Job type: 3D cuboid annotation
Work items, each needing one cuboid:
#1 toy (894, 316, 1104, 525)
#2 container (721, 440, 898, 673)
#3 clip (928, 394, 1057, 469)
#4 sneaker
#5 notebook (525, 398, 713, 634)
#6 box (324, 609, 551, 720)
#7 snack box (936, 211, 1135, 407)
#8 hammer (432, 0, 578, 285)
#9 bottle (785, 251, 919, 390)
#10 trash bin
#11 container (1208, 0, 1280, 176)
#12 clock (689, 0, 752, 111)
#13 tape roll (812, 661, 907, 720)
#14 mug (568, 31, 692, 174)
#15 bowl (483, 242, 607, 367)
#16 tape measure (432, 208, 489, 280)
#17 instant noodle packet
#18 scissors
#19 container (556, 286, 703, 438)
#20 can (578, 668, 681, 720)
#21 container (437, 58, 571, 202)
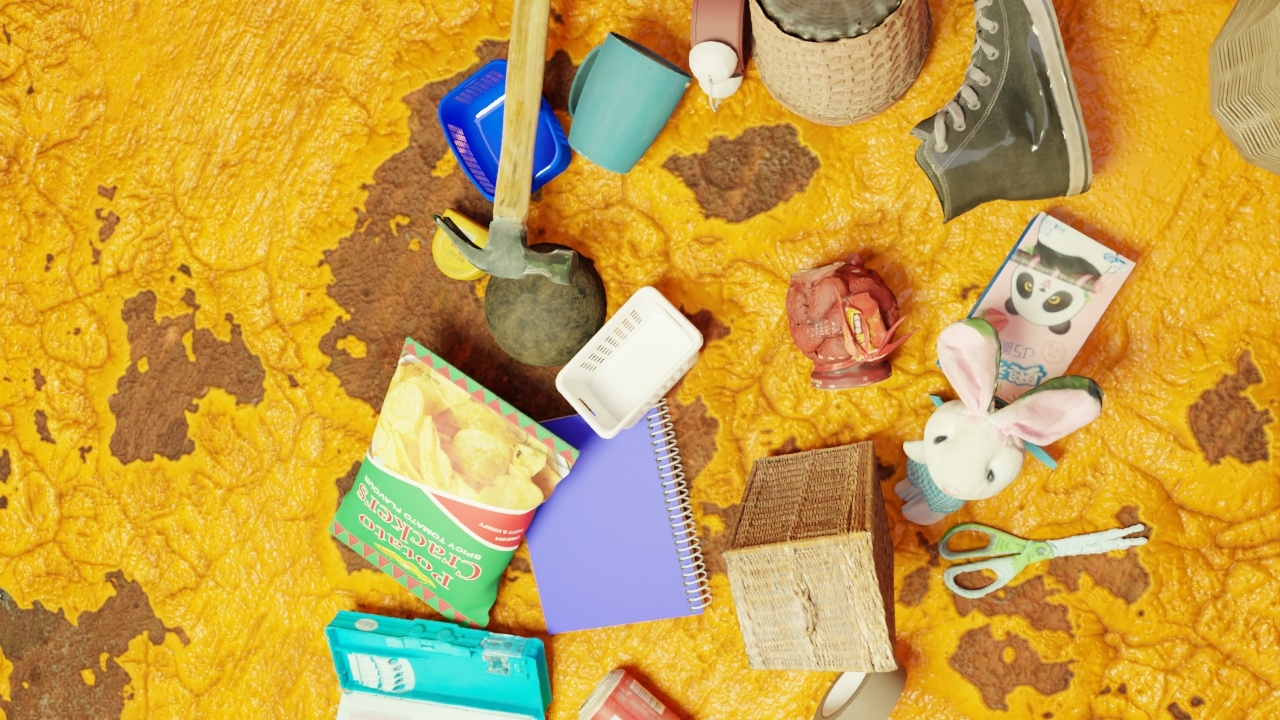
[{"bbox_3d":[0.255,0.077,0.747,0.131,0.105,0.206,36,140,13],"label":"toy"},{"bbox_3d":[0.146,0.157,0.759,0.113,0.198,0.114,-9,104,18],"label":"container"},{"bbox_3d":[0.308,0.054,0.798,0.127,0.028,0.113,34,97,10],"label":"clip"},{"bbox_3d":[0.273,-0.233,0.748,0.120,0.095,0.235,-16,99,13],"label":"sneaker"},{"bbox_3d":[-0.033,0.153,0.893,0.172,0.022,0.209,-12,92,16],"label":"notebook"},{"bbox_3d":[-0.206,0.347,0.930,0.227,0.074,0.181,4,96,13],"label":"box"},{"bbox_3d":[0.328,-0.037,0.767,0.088,0.033,0.154,33,92,11],"label":"snack box"},{"bbox_3d":[-0.105,-0.238,0.807,0.132,0.033,0.330,8,96,14],"label":"hammer"},{"bbox_3d":[0.177,-0.035,0.786,0.099,0.098,0.111,-9,98,14],"label":"bottle"},{"bbox_3d":[0.153,-0.272,0.710,0.151,0.209,0.151,1,96,14],"label":"trash bin"},{"bbox_3d":[0.528,-0.224,0.629,0.227,0.196,0.227,1,95,13],"label":"container"},{"bbox_3d":[0.070,-0.281,0.793,0.044,0.087,0.124,6,93,12],"label":"clock"},{"bbox_3d":[0.194,0.299,0.813,0.030,0.093,0.094,40,103,7],"label":"tape roll"},{"bbox_3d":[-0.023,-0.235,0.830,0.112,0.084,0.104,45,116,35],"label":"mug"},{"bbox_3d":[-0.098,-0.052,0.870,0.121,0.056,0.121,1,95,13],"label":"bowl"},{"bbox_3d":[-0.170,-0.107,0.896,0.068,0.030,0.059,31,101,11],"label":"tape measure"},{"bbox_3d":[-0.190,0.130,0.888,0.195,0.090,0.253,33,116,9],"label":"instant noodle packet"},{"bbox_3d":[0.351,0.162,0.804,0.176,0.033,0.072,-14,89,10],"label":"scissors"},{"bbox_3d":[-0.005,0.005,0.843,0.129,0.049,0.081,-46,68,5],"label":"container"},{"bbox_3d":[0.020,0.372,0.876,0.170,0.067,0.067,39,102,7],"label":"can"},{"bbox_3d":[-0.123,-0.211,0.860,0.096,0.058,0.114,-31,87,14],"label":"container"}]
